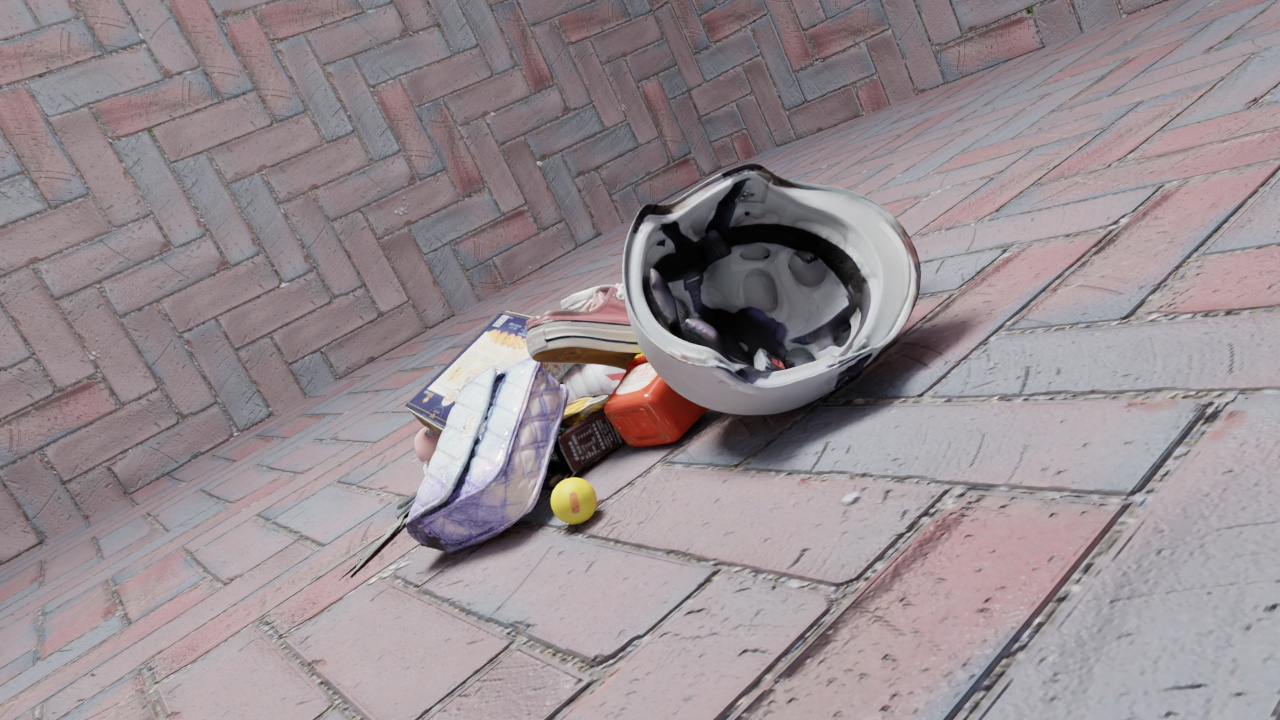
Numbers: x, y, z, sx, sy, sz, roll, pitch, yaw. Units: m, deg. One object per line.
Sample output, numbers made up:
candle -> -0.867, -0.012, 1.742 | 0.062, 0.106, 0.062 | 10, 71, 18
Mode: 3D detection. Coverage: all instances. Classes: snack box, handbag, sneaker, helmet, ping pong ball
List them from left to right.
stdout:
handbag -> -0.151, 0.085, 0.909 | 0.134, 0.075, 0.193 | -29, 29, 28
snack box -> -0.180, 0.022, 1.115 | 0.182, 0.046, 0.178 | -47, 31, -17
snack box -> -0.071, 0.083, 0.974 | 0.125, 0.053, 0.113 | -27, 12, -30
ping pong ball -> -0.058, 0.122, 0.797 | 0.040, 0.040, 0.040 | -25, 13, 6
sneaker -> -0.015, -0.040, 0.969 | 0.240, 0.087, 0.119 | 4, -17, -38
snack box -> 0.016, 0.038, 0.906 | 0.091, 0.082, 0.079 | -14, 27, 49
helmet -> 0.109, -0.046, 0.834 | 0.258, 0.229, 0.146 | -20, -28, -19

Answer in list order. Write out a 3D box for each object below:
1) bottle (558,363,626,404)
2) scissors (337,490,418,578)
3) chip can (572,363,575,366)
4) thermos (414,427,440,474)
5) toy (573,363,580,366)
bottle -> -0.007, 0.006, 1.098 | 0.197, 0.068, 0.068 | -26, 13, -1
scissors -> -0.280, 0.190, 1.035 | 0.170, 0.014, 0.151 | -33, 16, -18
chip can -> -0.156, 0.018, 1.227 | 0.215, 0.071, 0.071 | -38, 11, 10
thermos -> -0.191, 0.089, 1.155 | 0.199, 0.067, 0.087 | -22, 42, 17
toy -> -0.055, 0.000, 1.264 | 0.160, 0.054, 0.121 | -27, 13, 31
